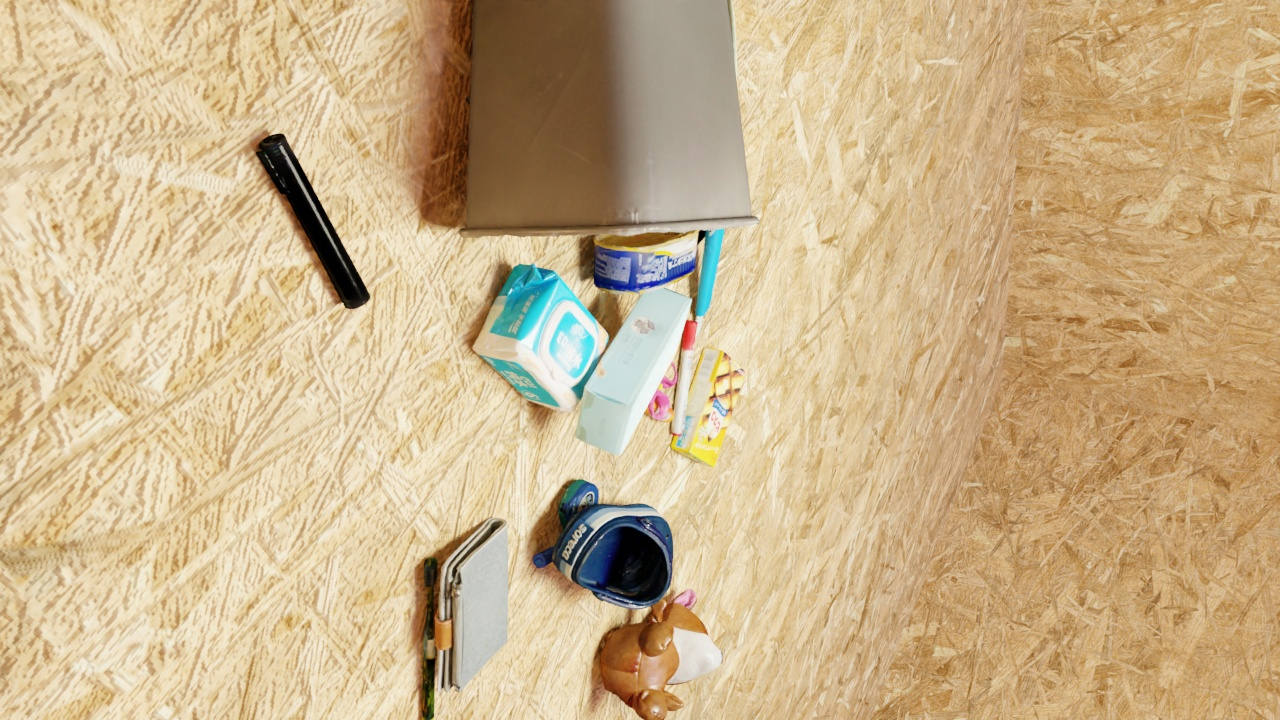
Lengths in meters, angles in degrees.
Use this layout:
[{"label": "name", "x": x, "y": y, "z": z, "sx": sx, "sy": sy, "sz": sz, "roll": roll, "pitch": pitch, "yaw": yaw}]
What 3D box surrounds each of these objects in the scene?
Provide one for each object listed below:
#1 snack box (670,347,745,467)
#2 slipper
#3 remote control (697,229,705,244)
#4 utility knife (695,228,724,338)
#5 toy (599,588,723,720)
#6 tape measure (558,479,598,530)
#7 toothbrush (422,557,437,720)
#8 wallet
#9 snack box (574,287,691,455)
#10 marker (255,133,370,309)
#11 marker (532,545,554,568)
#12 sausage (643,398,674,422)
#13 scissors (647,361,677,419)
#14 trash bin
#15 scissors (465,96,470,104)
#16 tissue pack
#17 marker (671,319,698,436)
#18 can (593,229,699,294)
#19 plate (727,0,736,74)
[{"label": "snack box", "x": 0.089, "y": 0.062, "z": 1.193, "sx": 0.087, "sy": 0.034, "sz": 0.140, "roll": 37, "pitch": 71, "yaw": -58}, {"label": "slipper", "x": -0.007, "y": 0.216, "z": 1.001, "sx": 0.105, "sy": 0.095, "sz": 0.252, "roll": -54, "pitch": 153, "yaw": -3}, {"label": "remote control", "x": 0.059, "y": -0.154, "z": 1.057, "sx": 0.136, "sy": 0.024, "sz": 0.053, "roll": -49, "pitch": 142, "yaw": -39}, {"label": "utility knife", "x": 0.080, "y": -0.100, "z": 1.098, "sx": 0.034, "sy": 0.018, "sz": 0.186, "roll": -49, "pitch": 153, "yaw": -47}, {"label": "toy", "x": 0.037, "y": 0.365, "z": 1.151, "sx": 0.199, "sy": 0.131, "sz": 0.140, "roll": 14, "pitch": 84, "yaw": -70}, {"label": "tape measure", "x": -0.067, "y": 0.153, "z": 0.968, "sx": 0.054, "sy": 0.025, "sz": 0.058, "roll": -54, "pitch": 152, "yaw": -36}, {"label": "toothbrush", "x": -0.188, "y": 0.261, "z": 0.814, "sx": 0.017, "sy": 0.012, "sz": 0.186, "roll": -114, "pitch": -153, "yaw": -72}, {"label": "wallet", "x": -0.155, "y": 0.222, "z": 0.835, "sx": 0.106, "sy": 0.037, "sz": 0.130, "roll": -37, "pitch": 134, "yaw": -63}, {"label": "snack box", "x": -0.005, "y": 0.005, "z": 0.901, "sx": 0.074, "sy": 0.051, "sz": 0.174, "roll": 103, "pitch": 11, "yaw": -45}, {"label": "marker", "x": -0.216, "y": -0.089, "z": 0.613, "sx": 0.132, "sy": 0.020, "sz": 0.022, "roll": 74, "pitch": 30, "yaw": -41}, {"label": "marker", "x": -0.066, "y": 0.194, "z": 0.996, "sx": 0.145, "sy": 0.017, "sz": 0.017, "roll": -16, "pitch": 116, "yaw": -57}, {"label": "sausage", "x": 0.001, "y": 0.047, "z": 1.044, "sx": 0.165, "sy": 0.021, "sz": 0.021, "roll": 33, "pitch": 73, "yaw": -59}, {"label": "scissors", "x": 0.009, "y": 0.004, "z": 1.015, "sx": 0.076, "sy": 0.017, "sz": 0.137, "roll": -62, "pitch": 141, "yaw": -27}, {"label": "trash bin", "x": -0.026, "y": -0.206, "z": 0.715, "sx": 0.198, "sy": 0.199, "sz": 0.220, "roll": -14, "pitch": 105, "yaw": -54}, {"label": "scissors", "x": -0.091, "y": -0.200, "z": 0.792, "sx": 0.161, "sy": 0.012, "sz": 0.176, "roll": -34, "pitch": 129, "yaw": -48}, {"label": "tissue pack", "x": -0.084, "y": -0.017, "z": 0.828, "sx": 0.089, "sy": 0.063, "sz": 0.140, "roll": -65, "pitch": 149, "yaw": -18}, {"label": "marker", "x": 0.054, "y": 0.022, "z": 1.130, "sx": 0.017, "sy": 0.017, "sz": 0.145, "roll": -13, "pitch": 113, "yaw": -58}, {"label": "can", "x": 0.007, "y": -0.108, "z": 0.937, "sx": 0.147, "sy": 0.075, "sz": 0.049, "roll": -29, "pitch": 129, "yaw": -53}, {"label": "plate", "x": 0.047, "y": -0.260, "z": 0.858, "sx": 0.230, "sy": 0.027, "sz": 0.230, "roll": 175, "pitch": -89, "yaw": -81}]
